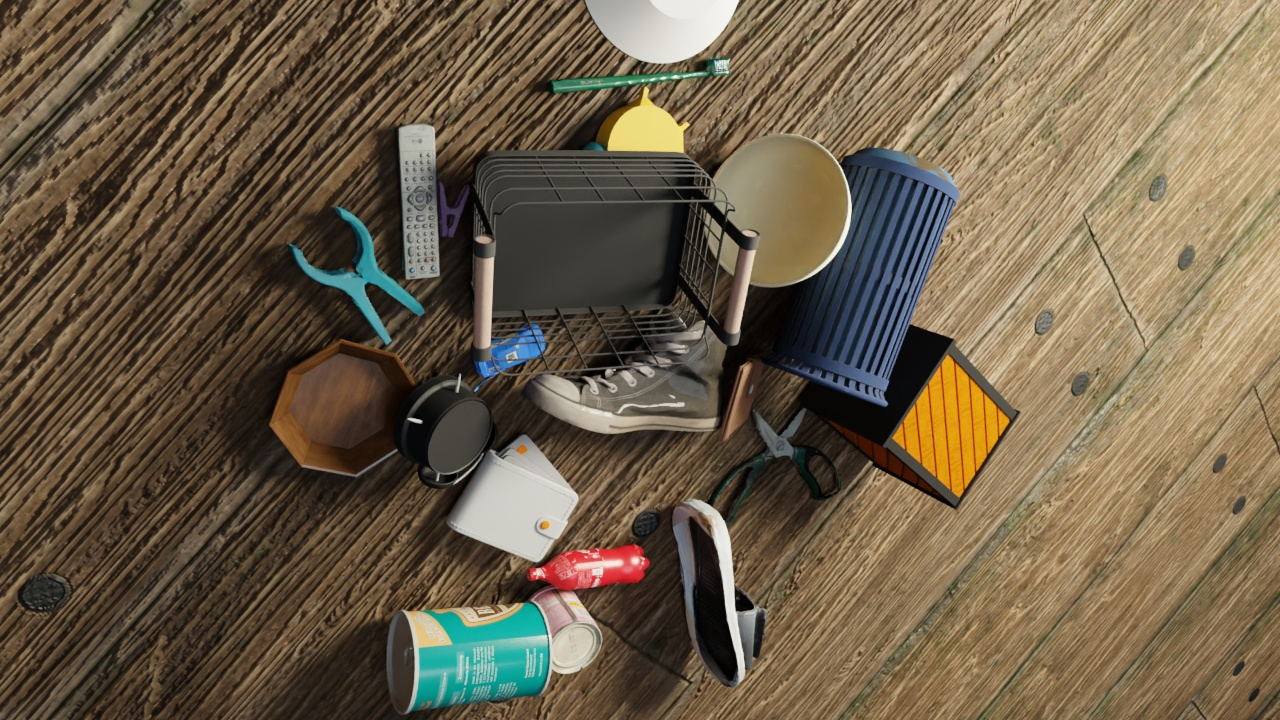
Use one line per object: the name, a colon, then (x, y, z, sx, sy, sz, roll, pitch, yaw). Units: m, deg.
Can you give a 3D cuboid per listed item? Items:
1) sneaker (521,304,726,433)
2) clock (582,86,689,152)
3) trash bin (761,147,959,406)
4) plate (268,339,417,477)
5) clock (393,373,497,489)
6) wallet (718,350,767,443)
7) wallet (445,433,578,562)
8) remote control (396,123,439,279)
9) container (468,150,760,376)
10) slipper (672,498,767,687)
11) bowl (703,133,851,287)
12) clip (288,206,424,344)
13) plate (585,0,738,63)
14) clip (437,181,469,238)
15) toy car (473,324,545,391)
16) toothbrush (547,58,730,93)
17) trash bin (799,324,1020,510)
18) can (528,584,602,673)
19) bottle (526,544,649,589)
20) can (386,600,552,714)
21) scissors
sneaker: (-0.006, 0.006, 0.925, 0.234, 0.095, 0.120, 3, 106, -27)
clock: (-0.008, -0.188, 0.874, 0.099, 0.044, 0.129, 32, 85, -35)
trash bin: (0.238, -0.091, 0.981, 0.139, 0.139, 0.249, 18, 94, -33)
plate: (-0.268, 0.041, 0.833, 0.131, 0.025, 0.131, -11, 115, -25)
clock: (-0.180, 0.071, 0.868, 0.091, 0.042, 0.121, -43, 145, -28)
wallet: (0.114, 0.038, 1.005, 0.120, 0.013, 0.087, -26, 133, -69)
wallet: (-0.122, 0.139, 0.949, 0.118, 0.037, 0.115, 30, 94, -31)
remote control: (-0.195, -0.138, 0.806, 0.033, 0.013, 0.137, -9, 114, -26)
container: (-0.037, -0.085, 0.811, 0.241, 0.130, 0.163, -4, 124, -18)
slipper: (0.098, 0.277, 1.090, 0.063, 0.111, 0.264, -24, 116, -26)
bowl: (0.147, -0.146, 0.928, 0.075, 0.151, 0.151, 0, 113, -61)
clip: (-0.260, -0.063, 0.795, 0.120, 0.030, 0.130, -29, 120, -21)
plate: (0.031, -0.357, 0.826, 0.173, 0.036, 0.174, -11, 115, -25)
clip: (-0.169, -0.135, 0.823, 0.029, 0.013, 0.050, -1, 113, -27)
toy car: (-0.125, 0.001, 0.873, 0.091, 0.062, 0.033, -24, 120, -19)
toothbrush: (0.003, -0.268, 0.860, 0.189, 0.016, 0.017, -14, 118, -24)
trash bin: (0.320, 0.057, 1.090, 0.171, 0.140, 0.139, 37, 86, -35)
can: (-0.087, 0.293, 1.007, 0.067, 0.076, 0.067, -11, 115, -25)
bottle: (-0.058, 0.231, 1.018, 0.141, 0.042, 0.042, 1, 109, -29)
can: (-0.177, 0.304, 0.947, 0.143, 0.099, 0.099, 4, 108, -30)
scissors: (0.159, 0.146, 1.120, 0.205, 0.015, 0.202, -44, 123, -5)
